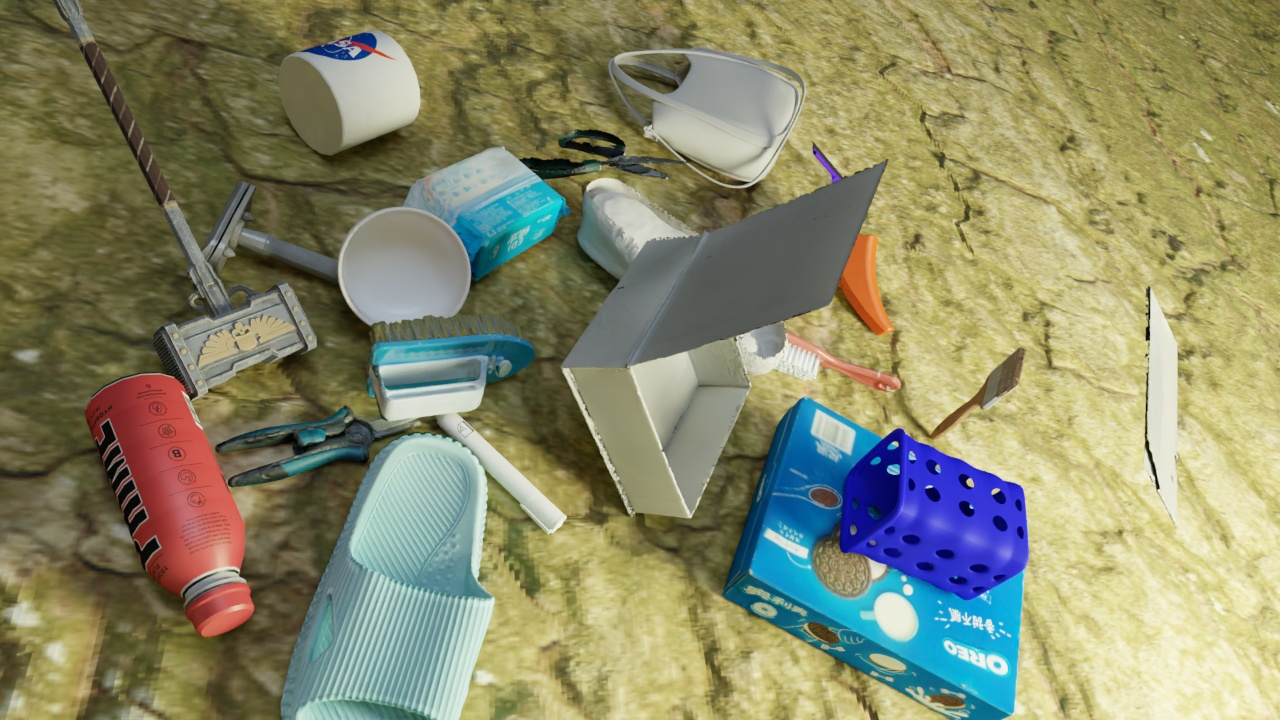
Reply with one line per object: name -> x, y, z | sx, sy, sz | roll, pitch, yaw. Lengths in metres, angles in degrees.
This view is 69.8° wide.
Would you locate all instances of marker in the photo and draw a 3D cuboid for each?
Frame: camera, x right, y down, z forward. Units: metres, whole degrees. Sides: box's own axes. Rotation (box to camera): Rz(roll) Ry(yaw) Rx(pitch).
marker -> -0.111, 0.084, 0.713 | 0.133, 0.017, 0.020 | 41, 53, 10

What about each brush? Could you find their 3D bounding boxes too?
brush -> 0.172, 0.006, 0.891 | 0.172, 0.041, 0.030 | 21, 68, -7
brush -> -0.146, 0.005, 0.730 | 0.135, 0.056, 0.075 | -7, 50, -29
brush -> 0.309, 0.040, 0.853 | 0.008, 0.143, 0.045 | 29, 56, 0

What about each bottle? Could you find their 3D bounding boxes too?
bottle -> -0.298, 0.093, 0.592 | 0.062, 0.062, 0.176 | -19, 64, -34

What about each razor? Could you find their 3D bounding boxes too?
razor -> -0.290, -0.088, 0.754 | 0.116, 0.048, 0.088 | 21, 48, -18

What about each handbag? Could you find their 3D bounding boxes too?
handbag -> 0.065, -0.297, 1.043 | 0.222, 0.096, 0.215 | 23, 46, 1

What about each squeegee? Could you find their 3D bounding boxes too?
squeegee -> 0.229, -0.115, 0.982 | 0.249, 0.055, 0.184 | 4, 65, -68

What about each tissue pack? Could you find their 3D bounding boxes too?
tissue pack -> -0.144, -0.135, 0.839 | 0.093, 0.062, 0.144 | 41, 47, 11

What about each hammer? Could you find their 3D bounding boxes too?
hammer -> -0.352, -0.136, 0.661 | 0.098, 0.044, 0.322 | -29, 98, -38

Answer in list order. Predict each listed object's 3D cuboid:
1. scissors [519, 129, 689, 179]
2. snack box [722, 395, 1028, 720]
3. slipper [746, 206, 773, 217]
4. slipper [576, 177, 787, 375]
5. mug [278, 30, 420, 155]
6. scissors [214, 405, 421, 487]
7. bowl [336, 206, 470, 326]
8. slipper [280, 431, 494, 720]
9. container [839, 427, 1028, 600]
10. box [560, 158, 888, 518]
scissors -> -0.054, -0.191, 0.895 | 0.154, 0.015, 0.209 | -24, 33, -28
snack box -> 0.206, 0.163, 0.770 | 0.239, 0.056, 0.195 | 29, 48, -2
slipper -> 0.129, -0.112, 0.934 | 0.091, 0.082, 0.190 | 37, 51, 9
slipper -> 0.033, -0.073, 0.861 | 0.247, 0.075, 0.112 | 41, 58, 16
mug -> -0.281, -0.252, 0.859 | 0.121, 0.091, 0.089 | 16, 38, 36
scissors -> -0.237, 0.055, 0.678 | 0.139, 0.019, 0.128 | 25, 48, -7
bowl -> -0.195, -0.074, 0.753 | 0.104, 0.054, 0.105 | -4, 101, -21
slipper -> -0.157, 0.154, 0.607 | 0.116, 0.070, 0.275 | 14, 49, -10
container -> 0.229, 0.122, 0.716 | 0.113, 0.085, 0.084 | 24, 49, -8
box -> 0.068, -0.091, 0.604 | 0.148, 0.508, 0.166 | 27, 49, 3
